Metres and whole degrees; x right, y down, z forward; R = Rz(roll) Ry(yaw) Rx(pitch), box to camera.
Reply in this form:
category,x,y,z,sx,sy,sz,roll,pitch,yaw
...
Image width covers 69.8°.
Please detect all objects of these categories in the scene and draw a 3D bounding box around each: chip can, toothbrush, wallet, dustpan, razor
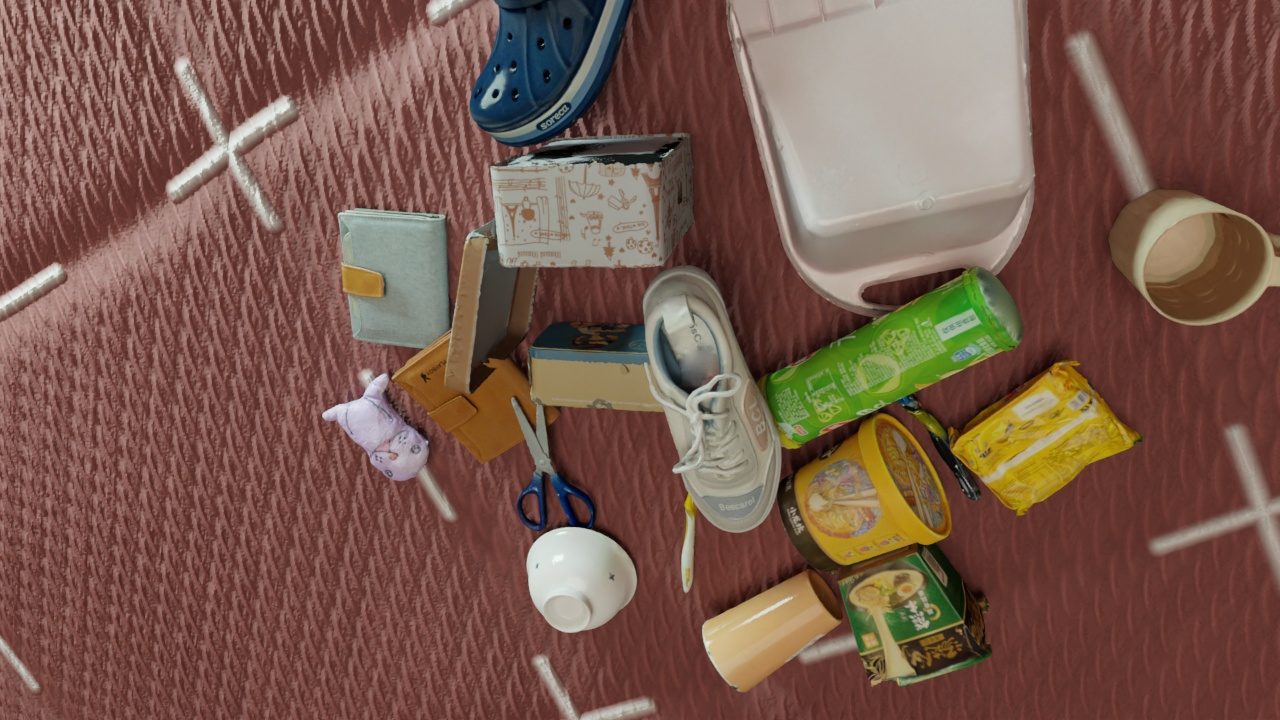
category,x,y,z,sx,sy,sz,roll,pitch,yaw
chip can,0.202,0.001,0.764,0.222,0.072,0.072,-30,102,33
toothbrush,0.046,0.148,0.907,0.018,0.016,0.191,9,112,21
wallet,-0.235,-0.076,0.873,0.106,0.036,0.130,5,113,9
dustpan,0.200,-0.177,0.741,0.223,0.138,0.273,-9,82,11
razor,0.267,0.071,0.822,0.022,0.043,0.143,-41,103,-5
wallet,-0.159,0.032,0.889,0.108,0.031,0.132,-32,113,22

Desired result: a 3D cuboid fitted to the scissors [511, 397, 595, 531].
category,x,y,z,sx,sy,sz,roll,pitch,yaw
scissors,-0.085,0.109,0.907,0.141,0.012,0.171,24,125,-4

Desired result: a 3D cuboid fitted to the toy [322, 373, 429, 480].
category,x,y,z,sx,sy,sz,roll,pitch,yaw
toy,-0.259,0.074,0.935,0.084,0.039,0.108,-34,99,13

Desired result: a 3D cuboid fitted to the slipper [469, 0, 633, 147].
category,x,y,z,sx,sy,sz,roll,pitch,yaw
slipper,-0.063,-0.284,0.698,0.095,0.105,0.253,17,108,-43

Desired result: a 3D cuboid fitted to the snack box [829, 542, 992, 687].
category,x,y,z,sx,sy,sz,roll,pitch,yaw
snack box,0.245,0.218,0.844,0.118,0.118,0.105,-26,93,21

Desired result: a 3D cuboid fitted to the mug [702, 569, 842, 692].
category,x,y,z,sx,sy,sz,roll,pitch,yaw
mug,0.132,0.262,0.901,0.123,0.078,0.078,-37,99,18

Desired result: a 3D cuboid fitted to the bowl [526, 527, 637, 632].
category,x,y,z,sx,sy,sz,roll,pitch,yaw
bowl,-0.068,0.236,0.934,0.118,0.064,0.118,5,118,10

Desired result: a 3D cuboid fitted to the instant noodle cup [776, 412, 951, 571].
category,x,y,z,sx,sy,sz,roll,pitch,yaw
instant noodle cup,0.194,0.124,0.815,0.115,0.118,0.118,-34,100,30

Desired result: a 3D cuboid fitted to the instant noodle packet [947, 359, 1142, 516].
category,x,y,z,sx,sy,sz,roll,pitch,yaw
instant noodle packet,0.346,0.064,0.792,0.111,0.044,0.129,43,117,-12

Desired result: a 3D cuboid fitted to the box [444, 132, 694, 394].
category,x,y,z,sx,sy,sz,roll,pitch,yaw
box,-0.044,-0.083,0.751,0.156,0.180,0.227,15,111,5

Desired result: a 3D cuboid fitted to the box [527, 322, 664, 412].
category,x,y,z,sx,sy,sz,roll,pitch,yaw
box,-0.005,0.005,0.825,0.184,0.089,0.059,0,110,10

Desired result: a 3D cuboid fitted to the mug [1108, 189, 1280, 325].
category,x,y,z,sx,sy,sz,roll,pitch,yaw
mug,0.427,-0.081,0.685,0.125,0.103,0.084,3,111,11

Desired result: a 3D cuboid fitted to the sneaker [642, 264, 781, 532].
category,x,y,z,sx,sy,sz,roll,pitch,yaw
sneaker,0.061,0.047,0.736,0.089,0.090,0.242,-15,112,9
